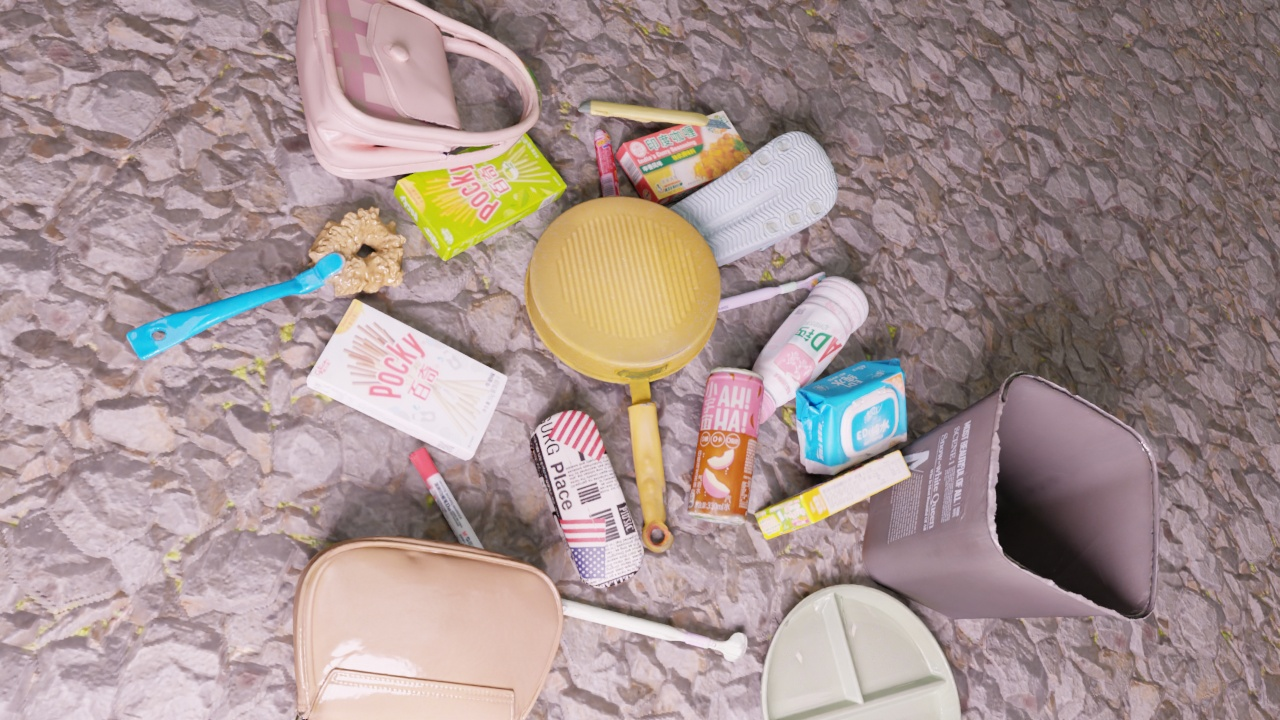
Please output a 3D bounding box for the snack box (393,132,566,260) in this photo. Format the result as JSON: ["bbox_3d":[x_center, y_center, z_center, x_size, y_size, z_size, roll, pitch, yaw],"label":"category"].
[{"bbox_3d":[-0.158,-0.171,0.922,0.156,0.026,0.086,-35,86,-32],"label":"snack box"}]

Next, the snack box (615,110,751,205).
[{"bbox_3d":[0.054,-0.229,1.046,0.155,0.027,0.077,-27,80,-32],"label":"snack box"}]

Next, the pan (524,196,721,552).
[{"bbox_3d":[-0.005,0.005,0.900,0.197,0.078,0.356,-6,68,-11],"label":"pan"}]

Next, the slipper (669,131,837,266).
[{"bbox_3d":[0.117,-0.166,1.027,0.245,0.074,0.104,-30,85,-16],"label":"slipper"}]

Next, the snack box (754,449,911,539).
[{"bbox_3d":[0.194,0.135,0.925,0.140,0.087,0.033,-20,79,-30],"label":"snack box"}]

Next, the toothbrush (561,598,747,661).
[{"bbox_3d":[0.010,0.243,0.834,0.189,0.020,0.029,18,95,-16],"label":"toothbrush"}]

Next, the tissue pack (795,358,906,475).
[{"bbox_3d":[0.225,0.058,0.966,0.139,0.063,0.090,-19,112,-31],"label":"tissue pack"}]

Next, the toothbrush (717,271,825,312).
[{"bbox_3d":[0.132,-0.070,1.023,0.188,0.029,0.021,-15,36,-28],"label":"toothbrush"}]

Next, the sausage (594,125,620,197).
[{"bbox_3d":[-0.033,-0.189,0.992,0.020,0.020,0.155,1,69,-25],"label":"sausage"}]

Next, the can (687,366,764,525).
[{"bbox_3d":[0.084,0.084,0.894,0.058,0.058,0.147,14,77,-20],"label":"can"}]

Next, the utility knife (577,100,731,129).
[{"bbox_3d":[0.017,-0.278,1.036,0.176,0.019,0.030,1,47,-6],"label":"utility knife"}]

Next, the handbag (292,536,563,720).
[{"bbox_3d":[-0.169,0.216,0.718,0.204,0.100,0.147,16,71,-19],"label":"handbag"}]

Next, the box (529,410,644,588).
[{"bbox_3d":[-0.049,0.123,0.823,0.075,0.076,0.163,-15,79,-24],"label":"box"}]

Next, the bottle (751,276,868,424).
[{"bbox_3d":[0.171,-0.010,0.990,0.068,0.068,0.196,46,62,-2],"label":"bottle"}]

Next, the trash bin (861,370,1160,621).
[{"bbox_3d":[0.353,0.154,0.915,0.198,0.220,0.198,27,61,-14],"label":"trash bin"}]

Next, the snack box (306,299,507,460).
[{"bbox_3d":[-0.205,0.018,0.821,0.156,0.027,0.084,28,60,-13],"label":"snack box"}]

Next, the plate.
[{"bbox_3d":[0.212,0.334,0.886,0.230,0.028,0.229,9,66,-21],"label":"plate"}]

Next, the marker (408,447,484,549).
[{"bbox_3d":[-0.159,0.141,0.797,0.017,0.017,0.145,-28,83,-32],"label":"marker"}]

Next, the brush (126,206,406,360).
[{"bbox_3d":[-0.308,-0.064,0.789,0.253,0.046,0.083,-32,88,-38],"label":"brush"}]

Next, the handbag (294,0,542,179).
[{"bbox_3d":[-0.209,-0.271,0.897,0.233,0.094,0.193,0,62,-30],"label":"handbag"}]
